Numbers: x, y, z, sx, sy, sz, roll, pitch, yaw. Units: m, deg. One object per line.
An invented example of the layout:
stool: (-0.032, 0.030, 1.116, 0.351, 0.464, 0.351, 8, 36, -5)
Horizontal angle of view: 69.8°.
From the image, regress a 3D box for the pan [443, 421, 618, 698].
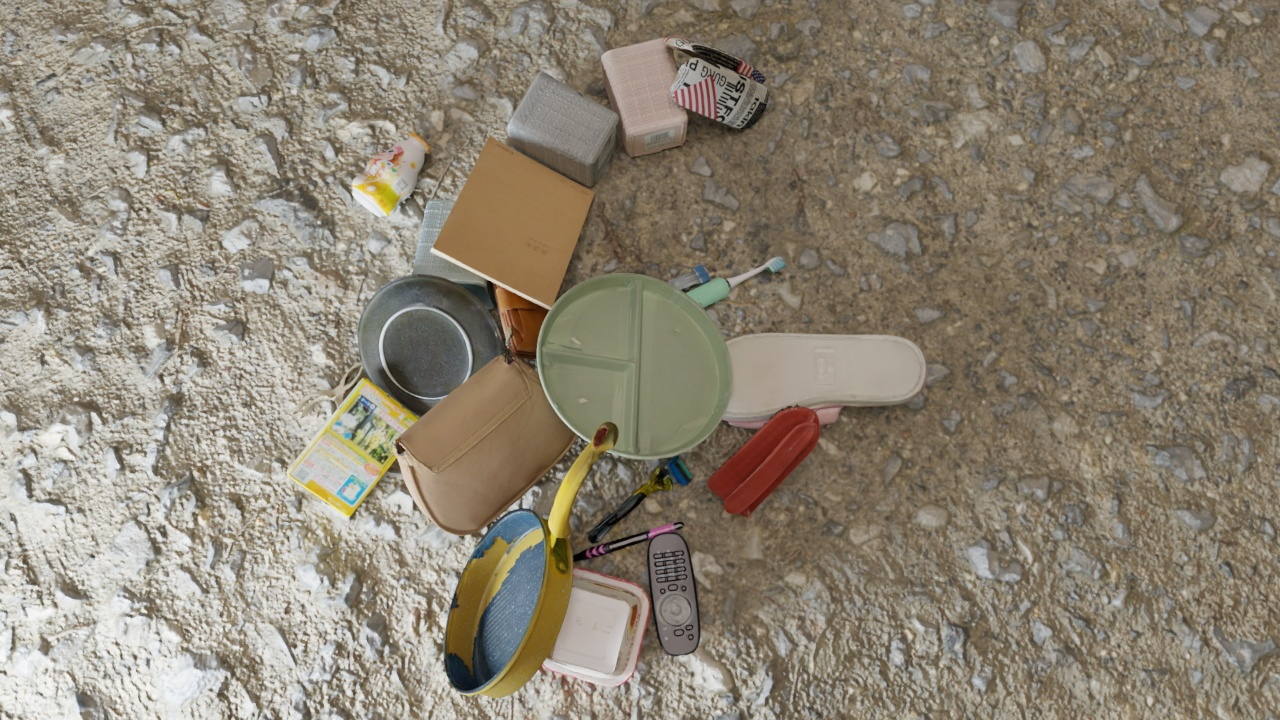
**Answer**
pan: (-0.107, 0.194, 0.928, 0.078, 0.197, 0.358, 28, 118, -28)

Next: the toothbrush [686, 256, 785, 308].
toothbrush: (0.075, -0.077, 1.124, 0.224, 0.026, 0.027, -26, 56, -5)

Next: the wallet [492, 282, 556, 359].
wallet: (-0.138, -0.065, 1.085, 0.035, 0.119, 0.130, -22, 76, 25)

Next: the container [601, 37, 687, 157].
container: (0.008, -0.327, 1.155, 0.090, 0.090, 0.111, -14, 80, -3)

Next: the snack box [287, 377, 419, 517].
snack box: (-0.330, 0.100, 1.066, 0.087, 0.034, 0.140, 41, 81, -21)

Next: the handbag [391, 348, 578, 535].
handbag: (-0.176, 0.090, 1.033, 0.204, 0.100, 0.148, -41, 123, -16)

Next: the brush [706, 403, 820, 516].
brush: (0.145, 0.110, 1.027, 0.063, 0.069, 0.146, 41, 105, -8)

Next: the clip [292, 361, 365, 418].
clip: (-0.374, 0.046, 1.098, 0.098, 0.035, 0.099, 5, 76, 3)

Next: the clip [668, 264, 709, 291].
clip: (0.058, -0.097, 1.135, 0.057, 0.028, 0.024, -27, 80, -14)

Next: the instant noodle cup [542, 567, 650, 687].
instant noodle cup: (-0.053, 0.288, 0.987, 0.116, 0.124, 0.116, 14, 77, 4)

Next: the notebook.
notebook: (-0.144, -0.167, 1.089, 0.149, 0.012, 0.210, 26, 49, -13)

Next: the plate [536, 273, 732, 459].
plate: (-0.006, 0.006, 1.039, 0.230, 0.028, 0.229, 7, 65, -15)

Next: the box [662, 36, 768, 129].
box: (0.090, -0.349, 1.140, 0.075, 0.161, 0.085, -57, 49, 28)

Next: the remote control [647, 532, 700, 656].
remote control: (0.037, 0.264, 1.043, 0.053, 0.024, 0.136, -7, 78, -2)

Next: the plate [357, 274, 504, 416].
plate: (-0.248, -0.011, 1.068, 0.179, 0.024, 0.179, 2, 109, 7)

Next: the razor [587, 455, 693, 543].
razor: (-0.005, 0.165, 1.070, 0.142, 0.022, 0.043, -38, 123, -4)

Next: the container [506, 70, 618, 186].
container: (-0.093, -0.284, 1.146, 0.114, 0.090, 0.090, 28, 79, 4)

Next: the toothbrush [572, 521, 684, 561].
toothbrush: (-0.039, 0.217, 1.060, 0.189, 0.018, 0.014, -17, 76, -4)

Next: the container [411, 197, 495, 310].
container: (-0.220, -0.129, 1.112, 0.090, 0.090, 0.111, 3, 73, 2)

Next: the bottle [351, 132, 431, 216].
bottle: (-0.309, -0.234, 1.150, 0.063, 0.063, 0.108, 35, 79, 9)

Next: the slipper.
slipper: (0.195, 0.021, 1.081, 0.274, 0.054, 0.114, -6, 72, 10)
